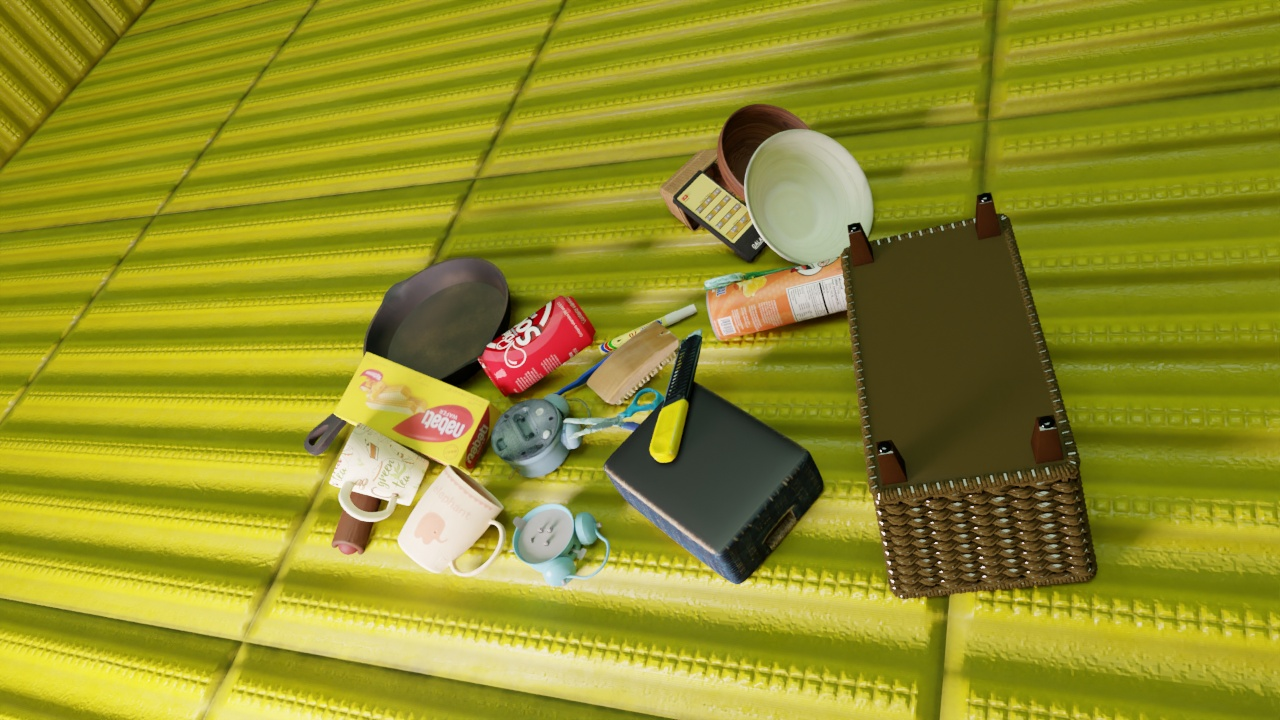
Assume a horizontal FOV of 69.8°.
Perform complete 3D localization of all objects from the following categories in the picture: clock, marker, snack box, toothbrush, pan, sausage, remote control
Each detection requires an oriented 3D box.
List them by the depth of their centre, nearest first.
[{"bbox_3d":[-0.086,0.199,0.994,0.123,0.042,0.087,14,60,36],"label":"clock"},{"bbox_3d":[-0.116,0.086,1.095,0.124,0.052,0.088,-34,45,-4],"label":"clock"},{"bbox_3d":[-0.050,0.008,1.146,0.186,0.016,0.011,-36,54,-1],"label":"toothbrush"},{"bbox_3d":[-0.345,0.171,1.149,0.040,0.040,0.155,-8,50,21],"label":"sausage"},{"bbox_3d":[-0.283,0.066,1.160,0.201,0.042,0.092,20,75,22],"label":"snack box"},{"bbox_3d":[0.009,-0.039,1.162,0.132,0.014,0.014,-24,46,7],"label":"marker"},{"bbox_3d":[0.109,-0.188,1.191,0.133,0.013,0.058,39,75,11],"label":"remote control"},{"bbox_3d":[-0.321,0.001,1.271,0.249,0.043,0.355,31,72,39],"label":"pan"}]

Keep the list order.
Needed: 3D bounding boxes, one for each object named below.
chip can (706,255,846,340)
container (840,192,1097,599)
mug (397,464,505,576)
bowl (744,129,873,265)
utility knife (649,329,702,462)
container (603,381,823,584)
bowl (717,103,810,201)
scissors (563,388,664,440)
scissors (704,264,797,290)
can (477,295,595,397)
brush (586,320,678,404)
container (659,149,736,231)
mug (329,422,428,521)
[{"bbox_3d":[0.186,-0.078,1.072,0.211,0.062,0.062,-14,49,16],"label":"chip can"},{"bbox_3d":[0.286,0.020,0.843,0.177,0.205,0.320,-11,49,18],"label":"container"},{"bbox_3d":[-0.209,0.192,1.042,0.111,0.085,0.104,39,85,12],"label":"mug"},{"bbox_3d":[0.197,-0.192,1.134,0.176,0.176,0.058,-54,10,-20],"label":"bowl"},{"bbox_3d":[0.042,0.033,0.983,0.029,0.020,0.170,-1,53,25],"label":"utility knife"},{"bbox_3d":[0.073,0.120,0.959,0.145,0.071,0.187,-46,48,-14],"label":"container"},{"bbox_3d":[0.161,-0.257,1.214,0.147,0.069,0.147,6,71,-17],"label":"bowl"},{"bbox_3d":[-0.024,0.078,1.055,0.134,0.016,0.086,-16,50,-17],"label":"scissors"},{"bbox_3d":[0.130,-0.102,1.114,0.129,0.119,0.012,-12,90,29],"label":"scissors"},{"bbox_3d":[-0.131,-0.019,1.173,0.142,0.074,0.074,-35,46,-4],"label":"can"},{"bbox_3d":[-0.007,0.006,1.115,0.117,0.039,0.049,-41,48,-10],"label":"brush"},{"bbox_3d":[0.083,-0.239,1.261,0.113,0.063,0.061,-44,40,-12],"label":"container"},{"bbox_3d":[-0.316,0.143,1.100,0.081,0.097,0.121,-58,14,34],"label":"mug"}]
